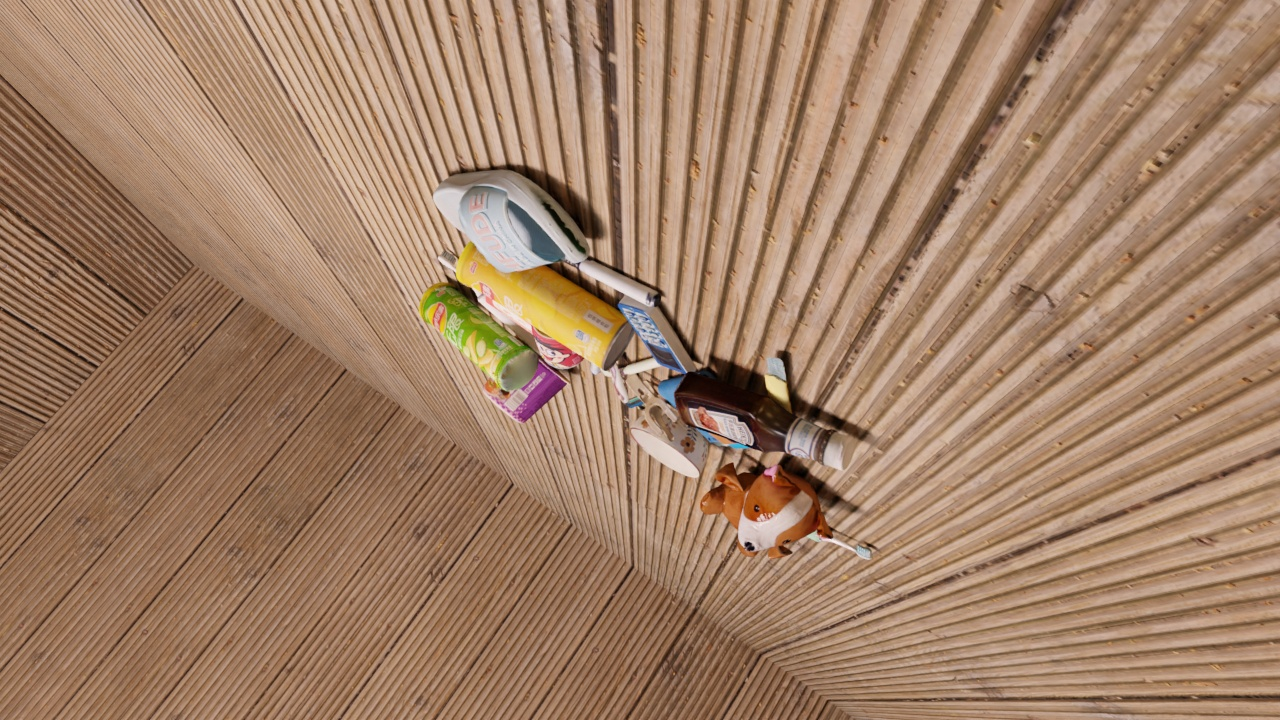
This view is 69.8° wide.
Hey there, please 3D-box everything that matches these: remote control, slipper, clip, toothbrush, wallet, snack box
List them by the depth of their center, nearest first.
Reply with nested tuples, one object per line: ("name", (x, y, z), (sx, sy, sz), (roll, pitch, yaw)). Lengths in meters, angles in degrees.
("slipper", (-0.150, -0.142, 0.954), (0.246, 0.074, 0.104), (18, 155, 48))
("remote control", (0.020, -0.027, 1.014), (0.049, 0.024, 0.125), (22, 157, 39))
("wallet", (0.082, 0.058, 1.107), (0.106, 0.040, 0.133), (44, 163, -10))
("toothbrush", (-0.043, -0.002, 1.170), (0.016, 0.017, 0.188), (30, 154, 35))
("toothbrush", (-0.007, 0.007, 1.171), (0.029, 0.020, 0.190), (9, 171, -22))
("clip", (0.025, 0.064, 1.193), (0.080, 0.035, 0.104), (37, -170, -38))
("snack box", (-0.145, -0.058, 1.248), (0.153, 0.025, 0.075), (35, 164, 5))
("toothbrush", (0.232, 0.235, 1.304), (0.225, 0.026, 0.027), (21, 136, 41))
("toothbrush", (-0.203, -0.077, 1.310), (0.221, 0.026, 0.027), (43, 151, -23))

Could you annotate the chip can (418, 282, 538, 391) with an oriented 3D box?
("chip can", (-0.239, -0.036, 1.351), (0.221, 0.072, 0.072), (36, 166, 34))

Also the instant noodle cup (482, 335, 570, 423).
("instant noodle cup", (-0.179, 0.034, 1.398), (0.111, 0.099, 0.111), (41, 180, -1))

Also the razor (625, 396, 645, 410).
("razor", (0.029, 0.080, 1.296), (0.043, 0.022, 0.143), (-22, 139, 17))

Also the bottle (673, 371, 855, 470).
("bottle", (0.130, 0.068, 0.974), (0.195, 0.044, 0.080), (19, 152, 29))

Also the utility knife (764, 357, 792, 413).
("utility knife", (0.146, 0.040, 0.961), (0.031, 0.020, 0.195), (22, 166, 22))

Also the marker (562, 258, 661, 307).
("marker", (-0.034, -0.089, 0.966), (0.131, 0.018, 0.023), (28, 152, 26))

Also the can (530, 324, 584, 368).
("can", (-0.101, -0.036, 1.152), (0.066, 0.066, 0.094), (31, 162, 14))

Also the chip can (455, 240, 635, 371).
("chip can", (-0.110, -0.072, 1.070), (0.213, 0.072, 0.072), (31, 163, 12))

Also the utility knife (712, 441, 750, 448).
("utility knife", (0.128, 0.097, 1.148), (0.034, 0.018, 0.207), (43, 161, -9))

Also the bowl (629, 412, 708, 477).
("bowl", (0.048, 0.102, 1.244), (0.113, 0.062, 0.113), (33, 164, 10))

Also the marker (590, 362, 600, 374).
("marker", (-0.059, -0.008, 1.232), (0.017, 0.016, 0.146), (33, 163, 8))

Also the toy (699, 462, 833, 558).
("toy", (0.161, 0.197, 1.199), (0.140, 0.130, 0.200), (45, 152, -11))
